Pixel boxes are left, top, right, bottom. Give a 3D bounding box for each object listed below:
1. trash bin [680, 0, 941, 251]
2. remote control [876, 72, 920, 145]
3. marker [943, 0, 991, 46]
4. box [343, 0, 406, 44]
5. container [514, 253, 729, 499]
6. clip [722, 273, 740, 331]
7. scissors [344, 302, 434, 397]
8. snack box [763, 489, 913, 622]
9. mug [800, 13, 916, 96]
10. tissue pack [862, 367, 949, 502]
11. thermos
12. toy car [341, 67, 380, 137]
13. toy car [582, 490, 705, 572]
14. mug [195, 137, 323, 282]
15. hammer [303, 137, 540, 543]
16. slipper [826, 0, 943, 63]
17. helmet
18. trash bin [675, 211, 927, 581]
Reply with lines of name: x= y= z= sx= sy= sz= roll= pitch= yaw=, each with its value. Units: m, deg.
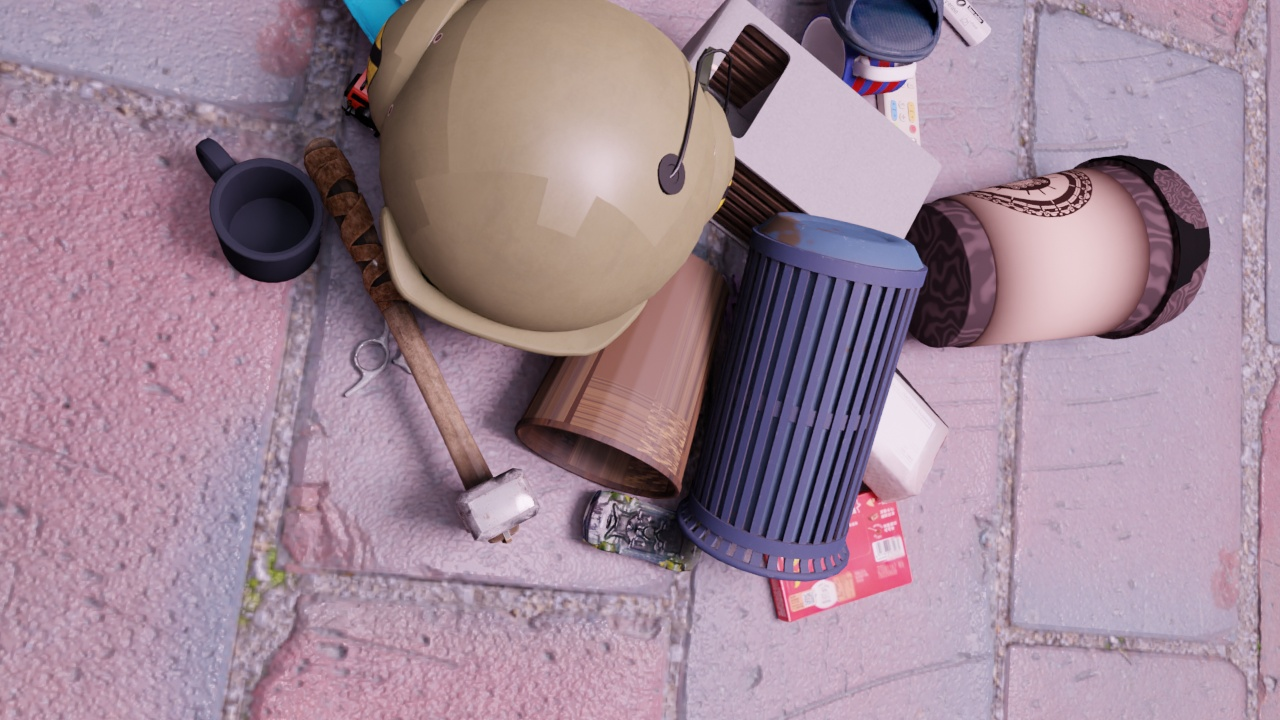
trash bin: x=0.116 y=-0.172 z=0.779 sx=0.229 sy=0.115 sz=0.114 roll=35 pitch=73 yaw=-13
remote control: x=0.251 y=-0.232 z=0.888 sx=0.038 sy=0.018 sz=0.125 roll=-1 pitch=85 yaw=-20
marker: x=0.301 y=-0.368 z=0.918 sx=0.126 sy=0.025 sz=0.025 roll=43 pitch=72 yaw=-10
box: x=-0.186 y=-0.353 z=0.664 sx=0.227 sy=0.173 sz=0.083 roll=56 pitch=30 yaw=10
container: x=-0.004 y=0.004 z=0.714 sx=0.132 sy=0.132 sz=0.167 roll=27 pitch=69 yaw=-15
clip: x=0.078 y=-0.052 z=0.807 sx=0.037 sy=0.013 sz=0.053 roll=9 pitch=78 yaw=-20
scissors: x=-0.190 y=-0.051 z=0.708 sx=0.090 sy=0.014 sz=0.171 roll=-4 pitch=88 yaw=-21
snack box: x=0.173 y=0.169 z=0.810 sx=0.132 sy=0.021 sz=0.089 roll=-11 pitch=87 yaw=-21
mug: x=0.206 y=-0.273 z=0.829 sx=0.076 sy=0.112 sz=0.075 roll=-13 pitch=124 yaw=-21
tissue pack: x=0.181 y=0.037 z=0.812 sx=0.181 sy=0.071 sz=0.103 roll=47 pitch=56 yaw=-11
thermos: x=0.360 y=-0.092 z=0.838 sx=0.226 sy=0.173 sz=0.172 roll=-10 pitch=87 yaw=-15
toy car: x=-0.187 y=-0.221 z=0.710 sx=0.051 sy=0.049 sz=0.100 roll=33 pitch=74 yaw=-14
toy car: x=0.001 y=0.139 z=0.745 sx=0.105 sy=0.033 sz=0.048 roll=21 pitch=75 yaw=-21
mug: x=-0.274 y=-0.110 z=0.650 sx=0.071 sy=0.078 sz=0.105 roll=-42 pitch=98 yaw=-19
hammer: x=-0.165 y=-0.012 z=0.664 sx=0.048 sy=0.122 sz=0.318 roll=-26 pitch=89 yaw=-19
slipper: x=0.223 y=-0.369 z=0.811 sx=0.101 sy=0.083 sz=0.263 roll=10 pitch=55 yaw=-10
helmet: x=-0.068 y=-0.122 z=0.617 sx=0.250 sy=0.256 sz=0.232 roll=18 pitch=69 yaw=-17
trash bin: x=0.121 y=0.022 z=0.694 sx=0.139 sy=0.139 sz=0.250 roll=6 pitch=108 yaw=-19
